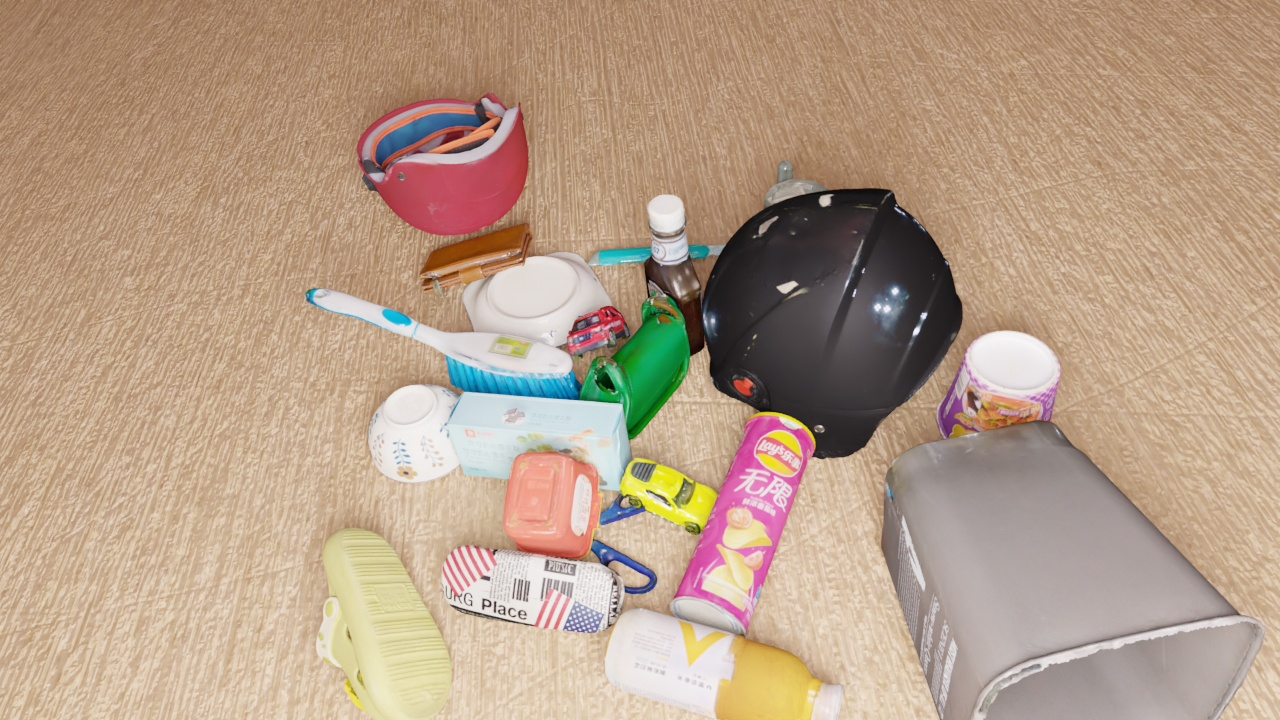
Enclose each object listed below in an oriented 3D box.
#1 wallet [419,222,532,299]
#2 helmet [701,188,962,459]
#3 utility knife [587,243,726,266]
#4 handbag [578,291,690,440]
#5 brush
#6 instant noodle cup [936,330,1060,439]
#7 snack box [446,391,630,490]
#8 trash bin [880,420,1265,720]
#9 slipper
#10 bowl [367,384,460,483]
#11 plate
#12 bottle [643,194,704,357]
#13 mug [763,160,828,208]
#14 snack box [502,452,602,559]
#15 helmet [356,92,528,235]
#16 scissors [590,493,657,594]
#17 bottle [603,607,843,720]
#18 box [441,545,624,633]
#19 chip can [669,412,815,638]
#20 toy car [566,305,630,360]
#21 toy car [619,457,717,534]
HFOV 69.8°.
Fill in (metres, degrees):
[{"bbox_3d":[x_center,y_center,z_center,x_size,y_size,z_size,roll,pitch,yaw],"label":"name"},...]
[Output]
[{"bbox_3d":[-0.200,-0.124,1.115,0.131,0.035,0.118,-15,31,8],"label":"wallet"},{"bbox_3d":[0.177,-0.056,0.920,0.275,0.230,0.232,2,43,36],"label":"helmet"},{"bbox_3d":[0.045,-0.131,1.135,0.221,0.013,0.029,-4,50,-1],"label":"utility knife"},{"bbox_3d":[-0.006,0.006,0.946,0.068,0.120,0.131,29,55,22],"label":"handbag"},{"bbox_3d":[-0.212,-0.014,0.995,0.315,0.110,0.060,11,52,16],"label":"brush"},{"bbox_3d":[0.353,0.032,0.891,0.111,0.099,0.111,-2,47,2],"label":"instant noodle cup"},{"bbox_3d":[-0.099,0.079,0.911,0.175,0.074,0.051,3,42,14],"label":"snack box"},{"bbox_3d":[0.297,0.182,0.707,0.198,0.199,0.219,-12,41,-4],"label":"trash bin"},{"bbox_3d":[-0.233,0.237,0.799,0.082,0.091,0.190,-45,57,20],"label":"slipper"},{"bbox_3d":[-0.234,0.066,0.959,0.113,0.062,0.113,-5,48,5],"label":"bowl"},{"bbox_3d":[-0.126,-0.076,1.093,0.164,0.034,0.163,-22,49,-11],"label":"plate"},{"bbox_3d":[0.033,-0.088,0.973,0.044,0.195,0.080,-27,50,-17],"label":"bottle"},{"bbox_3d":[0.179,-0.162,1.085,0.083,0.103,0.123,-8,49,-1],"label":"mug"},{"bbox_3d":[-0.082,0.130,0.839,0.082,0.080,0.091,1,69,13],"label":"snack box"},{"bbox_3d":[-0.250,-0.247,1.196,0.206,0.144,0.240,-36,39,-24],"label":"helmet"},{"bbox_3d":[-0.042,0.165,0.877,0.175,0.012,0.162,-30,50,-17],"label":"scissors"},{"bbox_3d":[0.066,0.254,0.742,0.190,0.068,0.067,11,50,16],"label":"bottle"},{"bbox_3d":[-0.098,0.201,0.805,0.163,0.081,0.074,7,65,11],"label":"box"},{"bbox_3d":[0.097,0.148,0.835,0.071,0.071,0.209,14,52,19],"label":"chip can"},{"bbox_3d":[-0.048,-0.032,0.997,0.053,0.045,0.120,-21,7,12],"label":"toy car"},{"bbox_3d":[0.032,0.126,0.872,0.105,0.032,0.048,26,48,0],"label":"toy car"}]
